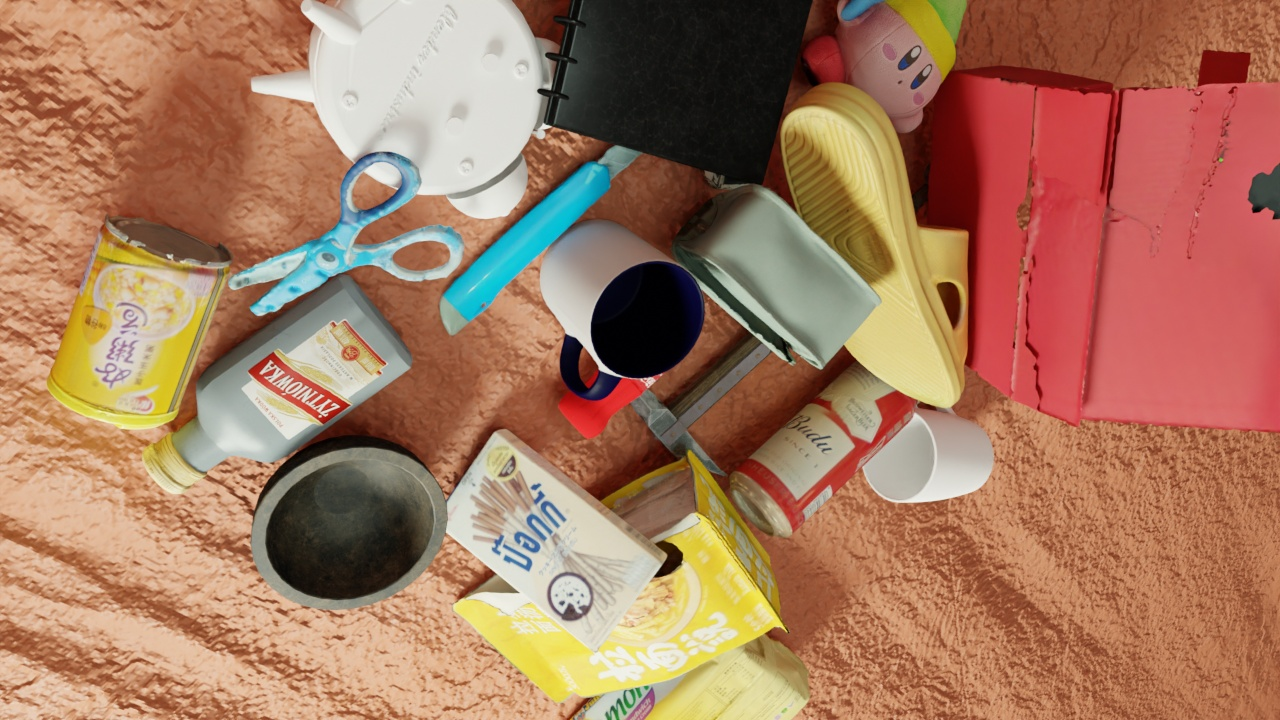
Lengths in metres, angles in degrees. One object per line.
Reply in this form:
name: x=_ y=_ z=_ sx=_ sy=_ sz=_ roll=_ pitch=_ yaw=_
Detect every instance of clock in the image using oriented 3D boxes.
clock: x=-0.116 y=-0.156 z=0.516 sx=0.160 sy=0.073 sz=0.125 roll=27 pitch=100 yaw=-33

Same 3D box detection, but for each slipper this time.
slipper: x=0.175 y=-0.081 z=0.648 sx=0.078 sy=0.100 sz=0.263 roll=-46 pitch=127 yaw=-24

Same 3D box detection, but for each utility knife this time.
utility knife: x=-0.056 y=-0.095 z=0.608 sx=0.209 sy=0.015 sz=0.031 roll=-41 pitch=125 yaw=1

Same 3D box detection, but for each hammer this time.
hammer: x=0.126 y=-0.048 z=0.711 sx=0.317 sy=0.028 sz=0.147 roll=-42 pitch=124 yaw=-3

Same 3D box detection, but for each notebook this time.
notebook: x=0.037 y=-0.235 z=0.538 sx=0.169 sy=0.019 sz=0.231 roll=7 pitch=103 yaw=-35

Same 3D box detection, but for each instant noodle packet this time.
instant noodle packet: x=-0.014 y=0.192 z=0.728 sx=0.222 sy=0.084 sz=0.163 roll=-29 pitch=127 yaw=9

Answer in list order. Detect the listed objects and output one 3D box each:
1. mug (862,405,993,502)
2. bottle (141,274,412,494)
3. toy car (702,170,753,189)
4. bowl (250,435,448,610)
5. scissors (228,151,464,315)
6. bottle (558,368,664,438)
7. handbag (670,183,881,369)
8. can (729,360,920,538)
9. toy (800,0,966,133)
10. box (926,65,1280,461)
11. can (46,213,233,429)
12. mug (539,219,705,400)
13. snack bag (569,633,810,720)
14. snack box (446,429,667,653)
mug: x=0.253 y=0.067 z=0.806 sx=0.087 sy=0.081 sz=0.114 roll=5 pitch=80 yaw=-34
bottle: x=-0.226 y=0.021 z=0.563 sx=0.161 sy=0.046 sz=0.072 roll=-36 pitch=122 yaw=-6
toy car: x=0.068 y=-0.170 z=0.618 sx=0.048 sy=0.040 sz=0.113 roll=-8 pitch=116 yaw=-23
bowl: x=-0.194 y=0.098 z=0.608 sx=0.121 sy=0.056 sz=0.121 roll=-10 pitch=117 yaw=-21
scissors: x=-0.176 y=-0.070 z=0.515 sx=0.141 sy=0.014 sz=0.090 roll=-15 pitch=128 yaw=2
bottle: x=-0.004 y=0.004 z=0.647 sx=0.119 sy=0.036 sz=0.036 roll=-43 pitch=124 yaw=-2
handbag: x=0.088 y=-0.053 z=0.625 sx=0.122 sy=0.106 sz=0.067 roll=41 pitch=87 yaw=-16
can: x=0.150 y=0.067 z=0.741 sx=0.170 sy=0.067 sz=0.067 roll=-39 pitch=124 yaw=-15
toy: x=0.174 y=-0.227 z=0.632 sx=0.131 sy=0.096 sz=0.124 roll=-35 pitch=119 yaw=15
box: x=0.297 y=-0.070 z=0.579 sx=0.123 sy=0.316 sz=0.211 roll=-19 pitch=116 yaw=-30
can: x=-0.276 y=-0.021 z=0.506 sx=0.067 sy=0.067 sz=0.105 roll=19 pitch=104 yaw=-31
mug: x=-0.021 y=-0.028 z=0.608 sx=0.078 sy=0.097 sz=0.112 roll=17 pitch=105 yaw=-31
snack bag: x=0.037 y=0.329 z=0.822 sx=0.247 sy=0.068 sz=0.159 roll=-44 pitch=125 yaw=-1
snack box: x=-0.064 y=0.125 z=0.647 sx=0.150 sy=0.026 sz=0.082 roll=37 pitch=98 yaw=9
